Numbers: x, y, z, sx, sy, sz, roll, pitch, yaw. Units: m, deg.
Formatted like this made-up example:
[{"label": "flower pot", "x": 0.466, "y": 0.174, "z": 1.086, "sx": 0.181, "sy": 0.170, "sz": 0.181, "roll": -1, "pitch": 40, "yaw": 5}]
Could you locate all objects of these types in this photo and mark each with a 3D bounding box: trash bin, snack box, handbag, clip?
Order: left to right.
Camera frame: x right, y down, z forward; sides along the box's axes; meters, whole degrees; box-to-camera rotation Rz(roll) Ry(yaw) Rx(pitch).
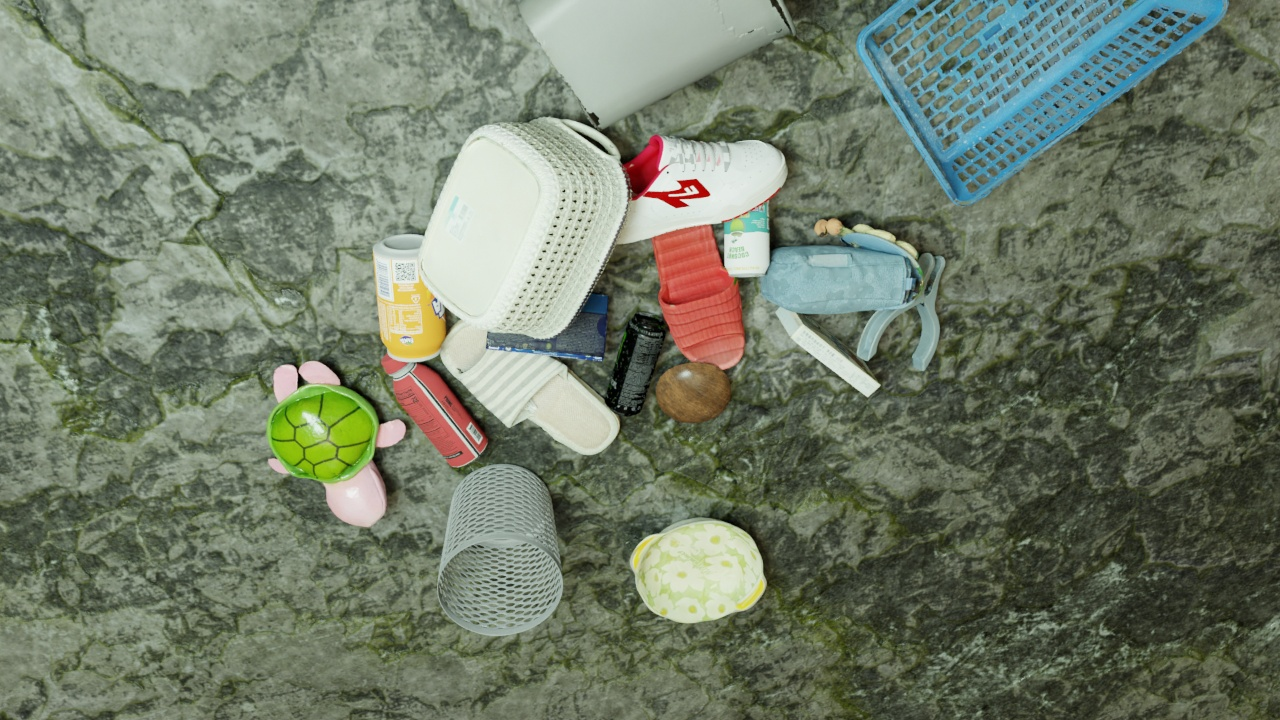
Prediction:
[{"label": "trash bin", "x": -0.187, "y": 0.245, "z": 1.233, "sx": 0.156, "sy": 0.183, "sz": 0.157, "roll": -3, "pitch": 118, "yaw": -6}, {"label": "snack box", "x": -0.117, "y": -0.048, "z": 1.157, "sx": 0.150, "sy": 0.027, "sz": 0.082, "roll": 7, "pitch": 79, "yaw": -11}, {"label": "trash bin", "x": 0.011, "y": -0.372, "z": 0.947, "sx": 0.220, "sy": 0.197, "sz": 0.197, "roll": -29, "pitch": 117, "yaw": 15}, {"label": "snack box", "x": 0.248, "y": -0.016, "z": 1.214, "sx": 0.150, "sy": 0.081, "sz": 0.026, "roll": 34, "pitch": 108, "yaw": -22}, {"label": "handbag", "x": 0.250, "y": -0.118, "z": 1.149, "sx": 0.192, "sy": 0.121, "sz": 0.119, "roll": 1, "pitch": 100, "yaw": -6}, {"label": "clip", "x": 0.377, "y": -0.047, "z": 1.238, "sx": 0.164, "sy": 0.031, "sz": 0.172, "roll": 35, "pitch": 92, "yaw": -39}]

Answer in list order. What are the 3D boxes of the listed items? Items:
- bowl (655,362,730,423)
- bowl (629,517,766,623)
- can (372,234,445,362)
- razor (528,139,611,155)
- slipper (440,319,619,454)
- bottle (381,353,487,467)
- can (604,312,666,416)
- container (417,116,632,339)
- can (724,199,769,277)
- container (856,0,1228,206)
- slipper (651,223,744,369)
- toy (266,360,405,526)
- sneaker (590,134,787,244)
[{"label": "bowl", "x": 0.072, "y": 0.052, "z": 1.239, "sx": 0.102, "sy": 0.026, "sz": 0.114, "roll": -7, "pitch": 134, "yaw": 4}, {"label": "bowl", "x": 0.084, "y": 0.300, "z": 1.369, "sx": 0.219, "sy": 0.060, "sz": 0.189, "roll": 26, "pitch": 112, "yaw": -18}, {"label": "can", "x": -0.279, "y": -0.076, "z": 1.113, "sx": 0.079, "sy": 0.079, "sz": 0.143, "roll": -1, "pitch": 117, "yaw": -7}, {"label": "razor", "x": -0.088, "y": -0.249, "z": 1.083, "sx": 0.106, "sy": 0.026, "sz": 0.043, "roll": 17, "pitch": 116, "yaw": -11}, {"label": "slipper", "x": -0.140, "y": 0.040, "z": 1.210, "sx": 0.272, "sy": 0.054, "sz": 0.114, "roll": 35, "pitch": 103, "yaw": -23}, {"label": "bottle", "x": -0.271, "y": 0.058, "z": 1.193, "sx": 0.062, "sy": 0.062, "sz": 0.176, "roll": -29, "pitch": 117, "yaw": 7}, {"label": "can", "x": -0.007, "y": 0.007, "z": 1.207, "sx": 0.054, "sy": 0.054, "sz": 0.138, "roll": 11, "pitch": 115, "yaw": -13}, {"label": "container", "x": -0.135, "y": -0.146, "z": 1.020, "sx": 0.185, "sy": 0.143, "sz": 0.252, "roll": 40, "pitch": 115, "yaw": 23}, {"label": "can", "x": 0.130, "y": -0.154, "z": 1.123, "sx": 0.055, "sy": 0.055, "sz": 0.101, "roll": -1, "pitch": 92, "yaw": -8}, {"label": "container", "x": 0.441, "y": -0.386, "z": 1.044, "sx": 0.363, "sy": 0.089, "sz": 0.257, "roll": -37, "pitch": 116, "yaw": 12}, {"label": "slipper", "x": 0.074, "y": -0.087, "z": 1.168, "sx": 0.103, "sy": 0.059, "sz": 0.249, "roll": -19, "pitch": 117, "yaw": 2}, {"label": "toy", "x": -0.402, "y": 0.110, "z": 1.189, "sx": 0.190, "sy": 0.087, "sz": 0.238, "roll": -16, "pitch": 112, "yaw": 0}, {"label": "sneaker", "x": 0.052, "y": -0.219, "z": 1.065, "sx": 0.237, "sy": 0.090, "sz": 0.104, "roll": -14, "pitch": 140, "yaw": 4}]
